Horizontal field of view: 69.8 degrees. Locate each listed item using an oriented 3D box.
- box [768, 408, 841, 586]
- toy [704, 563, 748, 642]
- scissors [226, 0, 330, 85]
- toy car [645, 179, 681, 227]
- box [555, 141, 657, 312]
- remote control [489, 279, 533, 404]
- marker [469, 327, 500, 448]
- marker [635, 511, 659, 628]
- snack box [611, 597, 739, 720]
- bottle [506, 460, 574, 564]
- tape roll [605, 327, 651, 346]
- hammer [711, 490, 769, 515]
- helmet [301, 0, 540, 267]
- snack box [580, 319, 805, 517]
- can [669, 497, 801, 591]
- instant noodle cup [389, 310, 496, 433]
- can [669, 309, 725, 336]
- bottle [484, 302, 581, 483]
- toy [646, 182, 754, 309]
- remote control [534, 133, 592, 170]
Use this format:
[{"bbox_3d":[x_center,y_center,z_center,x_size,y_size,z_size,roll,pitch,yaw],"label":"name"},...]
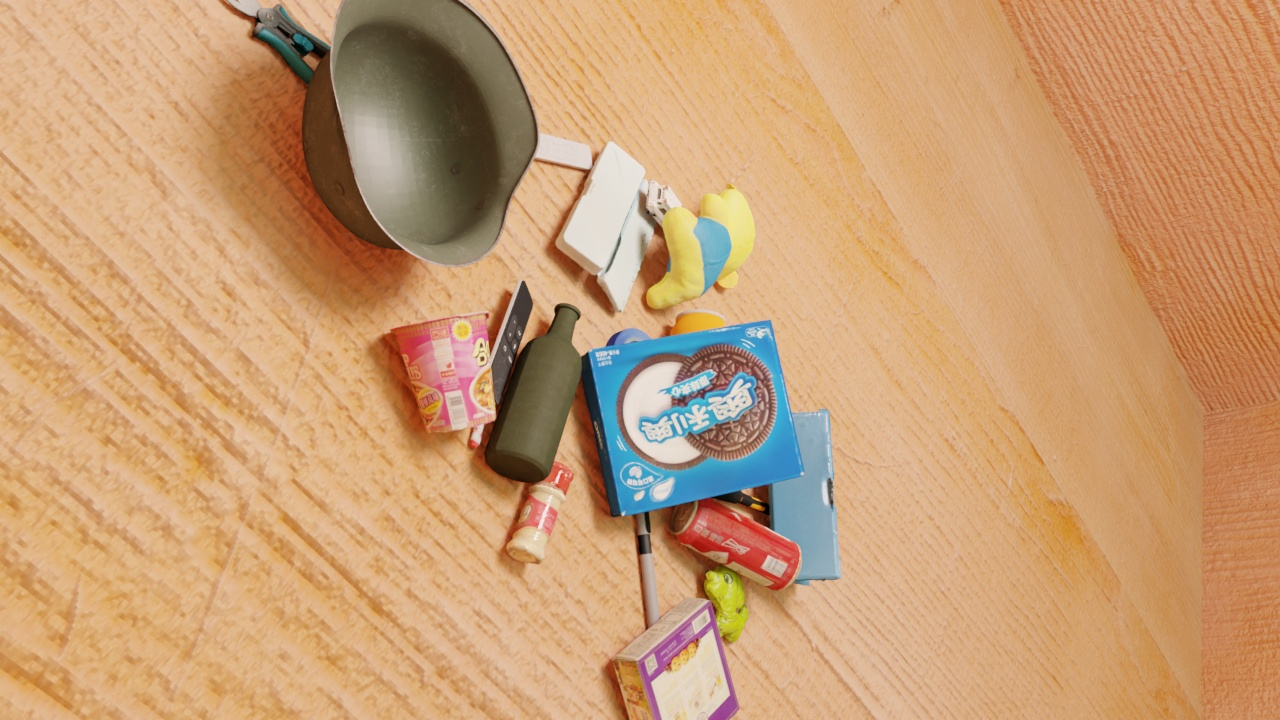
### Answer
[{"bbox_3d":[0.224,0.193,1.269,0.102,0.094,0.231,58,29,-66],"label":"box"},{"bbox_3d":[0.109,0.304,1.158,0.094,0.036,0.093,35,56,-42],"label":"toy"},{"bbox_3d":[-0.342,-0.314,0.906,0.152,0.019,0.128,-9,82,-46],"label":"scissors"},{"bbox_3d":[0.038,-0.200,1.228,0.113,0.039,0.039,37,56,-63],"label":"toy car"},{"bbox_3d":[-0.030,-0.173,1.164,0.136,0.049,0.196,50,44,-33],"label":"box"},{"bbox_3d":[-0.143,-0.022,0.999,0.045,0.008,0.146,75,23,-51],"label":"remote control"},{"bbox_3d":[-0.162,0.028,0.983,0.012,0.013,0.142,32,55,-36],"label":"marker"},{"bbox_3d":[0.009,0.248,1.085,0.016,0.016,0.140,6,73,-46],"label":"marker"},{"bbox_3d":[0.045,0.371,1.049,0.143,0.041,0.148,-24,102,-48],"label":"snack box"},{"bbox_3d":[-0.106,0.160,0.974,0.044,0.044,0.108,41,51,-30],"label":"bottle"},{"bbox_3d":[-0.007,0.007,1.150,0.091,0.016,0.092,31,56,-36],"label":"tape roll"},{"bbox_3d":[0.130,0.179,1.227,0.320,0.036,0.123,29,57,-40],"label":"hammer"},{"bbox_3d":[-0.231,-0.206,0.883,0.226,0.154,0.267,-3,79,-48],"label":"helmet"},{"bbox_3d":[0.061,0.067,1.091,0.238,0.056,0.195,-10,84,-17],"label":"snack box"},{"bbox_3d":[0.120,0.227,1.146,0.170,0.067,0.067,30,55,-18],"label":"can"},{"bbox_3d":[-0.188,0.012,0.908,0.097,0.098,0.108,-15,96,-48],"label":"instant noodle cup"},{"bbox_3d":[0.075,0.012,1.188,0.079,0.079,0.142,24,60,-40],"label":"can"},{"bbox_3d":[-0.106,0.028,0.998,0.071,0.072,0.206,38,52,-32],"label":"bottle"},{"bbox_3d":[0.095,-0.154,1.240,0.213,0.084,0.149,-31,137,-54],"label":"toy"},{"bbox_3d":[-0.111,-0.260,1.135,0.130,0.012,0.033,1,78,-46],"label":"remote control"}]
